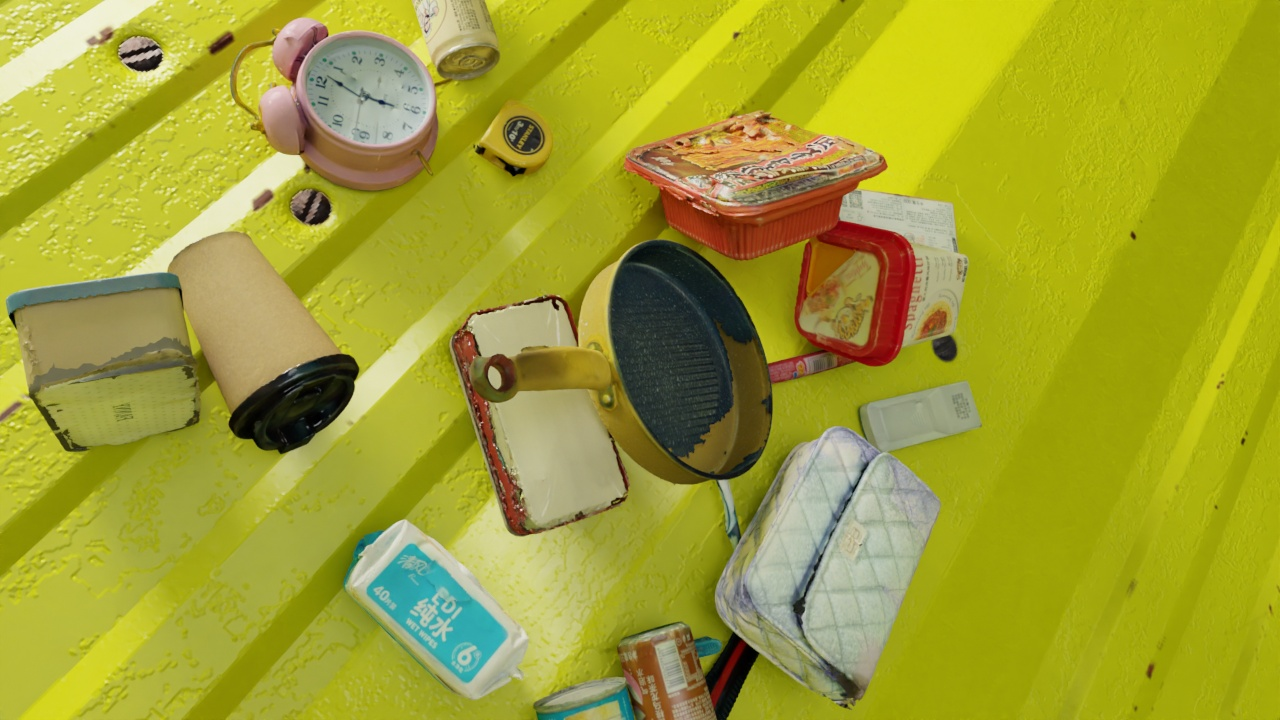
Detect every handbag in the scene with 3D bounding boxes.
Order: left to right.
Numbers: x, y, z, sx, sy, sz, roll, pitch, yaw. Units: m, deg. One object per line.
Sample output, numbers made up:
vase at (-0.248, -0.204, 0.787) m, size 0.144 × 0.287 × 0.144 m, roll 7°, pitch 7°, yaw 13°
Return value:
handbag at (0.156, 0.157, 0.737) m, size 0.134 × 0.076 × 0.193 m, roll 39°, pitch 58°, yaw -7°

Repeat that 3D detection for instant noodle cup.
instant noodle cup at (0.093, -0.151, 0.789) m, size 0.164 × 0.189 × 0.079 m, roll -21°, pitch 126°, yaw -24°
instant noodle cup at (0.219, -0.062, 0.821) m, size 0.124 × 0.117 × 0.116 m, roll -5°, pitch 109°, yaw -35°

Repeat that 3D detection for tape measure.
tape measure at (-0.104, -0.184, 0.774) m, size 0.057 × 0.029 × 0.059 m, roll 31°, pitch 66°, yaw -11°

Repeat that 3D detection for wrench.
wrench at (0.099, 0.220, 0.754) m, size 0.056 × 0.016 × 0.272 m, roll 42°, pitch 64°, yaw -1°

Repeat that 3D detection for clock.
clock at (-0.232, -0.201, 0.710) m, size 0.158 × 0.060 × 0.117 m, roll 12°, pitch 71°, yaw -17°

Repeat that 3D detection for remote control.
remote control at (0.264, 0.053, 0.863) m, size 0.124 × 0.024 × 0.049 m, roll -11°, pitch 81°, yaw -25°

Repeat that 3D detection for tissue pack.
tissue pack at (-0.141, 0.171, 0.629) m, size 0.140 × 0.090 × 0.063 m, roll 45°, pitch 65°, yaw -5°

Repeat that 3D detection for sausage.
sausage at (0.166, 0.000, 0.839) m, size 0.155 × 0.020 × 0.020 m, roll -13°, pitch 81°, yaw -25°

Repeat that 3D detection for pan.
pan at (-0.004, 0.004, 0.656) m, size 0.356 × 0.078 × 0.197 m, roll -9°, pitch 78°, yaw -51°

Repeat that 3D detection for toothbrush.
toothbrush at (0.072, 0.135, 0.759) m, size 0.018 × 0.016 × 0.191 m, roll -9°, pitch 73°, yaw -7°

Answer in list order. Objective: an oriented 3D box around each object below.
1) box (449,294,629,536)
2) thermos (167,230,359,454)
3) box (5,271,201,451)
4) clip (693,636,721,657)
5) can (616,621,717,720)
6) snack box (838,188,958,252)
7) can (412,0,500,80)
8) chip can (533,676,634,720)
box at (-0.076, 0.040, 0.682) m, size 0.091 × 0.076 × 0.168 m, roll -15°, pitch 81°, yaw -26°
thermos at (-0.263, -0.014, 0.635) m, size 0.092 × 0.093 × 0.143 m, roll -31°, pitch 80°, yaw -26°
box at (-0.316, 0.004, 0.552) m, size 0.089 × 0.185 × 0.059 m, roll -12°, pitch 77°, yaw -30°
clip at (0.036, 0.229, 0.723) m, size 0.054 × 0.033 × 0.013 m, roll -13°, pitch 78°, yaw -11°
can at (0.029, 0.271, 0.674) m, size 0.057 × 0.058 × 0.147 m, roll -10°, pitch 75°, yaw -24°
snack box at (0.243, -0.126, 0.901) m, size 0.153 × 0.026 × 0.075 m, roll 4°, pitch 75°, yaw -21°
can at (-0.160, -0.299, 0.766) m, size 0.058 × 0.059 × 0.116 m, roll -15°, pitch 82°, yaw -25°
chip can at (-0.018, 0.338, 0.644) m, size 0.071 × 0.071 × 0.210 m, roll -11°, pitch 80°, yaw -24°
